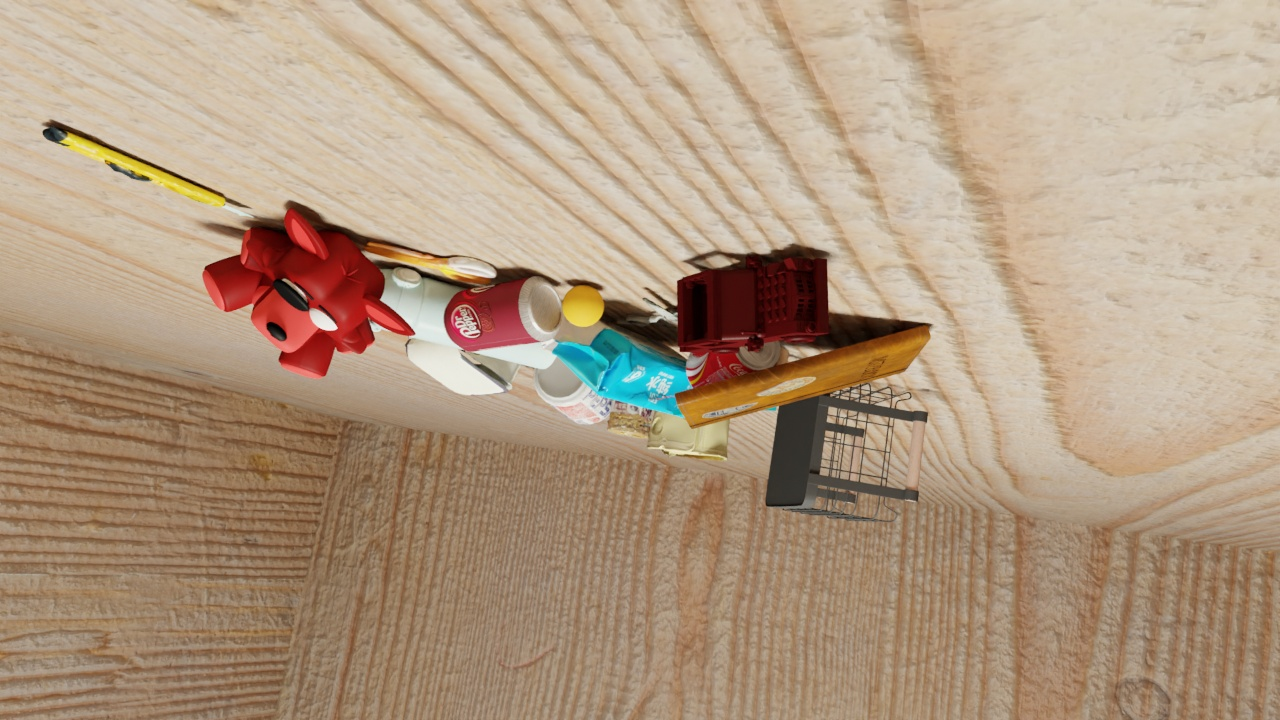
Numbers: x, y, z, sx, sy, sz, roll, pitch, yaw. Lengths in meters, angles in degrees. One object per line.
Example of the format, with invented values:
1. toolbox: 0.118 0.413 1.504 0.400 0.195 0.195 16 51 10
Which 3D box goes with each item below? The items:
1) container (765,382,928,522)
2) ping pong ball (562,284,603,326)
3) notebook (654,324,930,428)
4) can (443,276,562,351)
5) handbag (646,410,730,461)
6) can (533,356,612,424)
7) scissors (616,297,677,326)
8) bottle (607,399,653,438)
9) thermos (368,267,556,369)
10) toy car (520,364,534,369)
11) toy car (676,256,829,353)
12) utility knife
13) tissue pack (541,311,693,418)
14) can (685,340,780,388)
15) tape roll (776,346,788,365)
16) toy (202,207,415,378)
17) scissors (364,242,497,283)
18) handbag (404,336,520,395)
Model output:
1. container: 0.259 0.121 1.190 0.130 0.162 0.241 10 170 -4
2. ping pong ball: -0.055 -0.053 0.882 0.040 0.040 0.040 10 170 2
3. notebook: 0.148 0.025 0.908 0.249 0.014 0.178 -15 167 5
4. can: -0.136 -0.044 0.903 0.114 0.063 0.063 -7 162 34
5. handbag: 0.067 0.076 1.252 0.111 0.119 0.081 0 168 41
6. can: -0.081 0.034 1.181 0.078 0.078 0.136 7 166 16
7. scissors: 0.023 -0.044 0.932 0.141 0.014 0.172 16 170 -43
8. bottle: -0.008 0.044 1.187 0.056 0.105 0.056 9 170 1
9. thermos: -0.188 -0.045 0.985 0.206 0.065 0.078 15 131 -27
10. toy car: -0.136 0.001 1.277 0.048 0.032 0.105 17 176 -38
11. toy car: 0.076 -0.042 0.732 0.061 0.070 0.170 1 175 -28
12. utility knife: -0.395 -0.151 0.751 0.030 0.017 0.175 14 177 35
13. tissue pack: -0.006 0.006 1.010 0.117 0.066 0.209 36 -169 39
14. can: 0.093 -0.001 0.930 0.064 0.064 0.105 13 160 -18
15. tape roll: 0.118 -0.002 1.033 0.094 0.027 0.094 10 170 2
16. toy: -0.316 -0.062 0.876 0.198 0.120 0.158 -7 128 50
17. scissors: -0.198 -0.094 0.868 0.131 0.012 0.074 14 168 -27
18. handbag: -0.243 -0.031 1.155 0.176 0.073 0.152 38 155 -28
